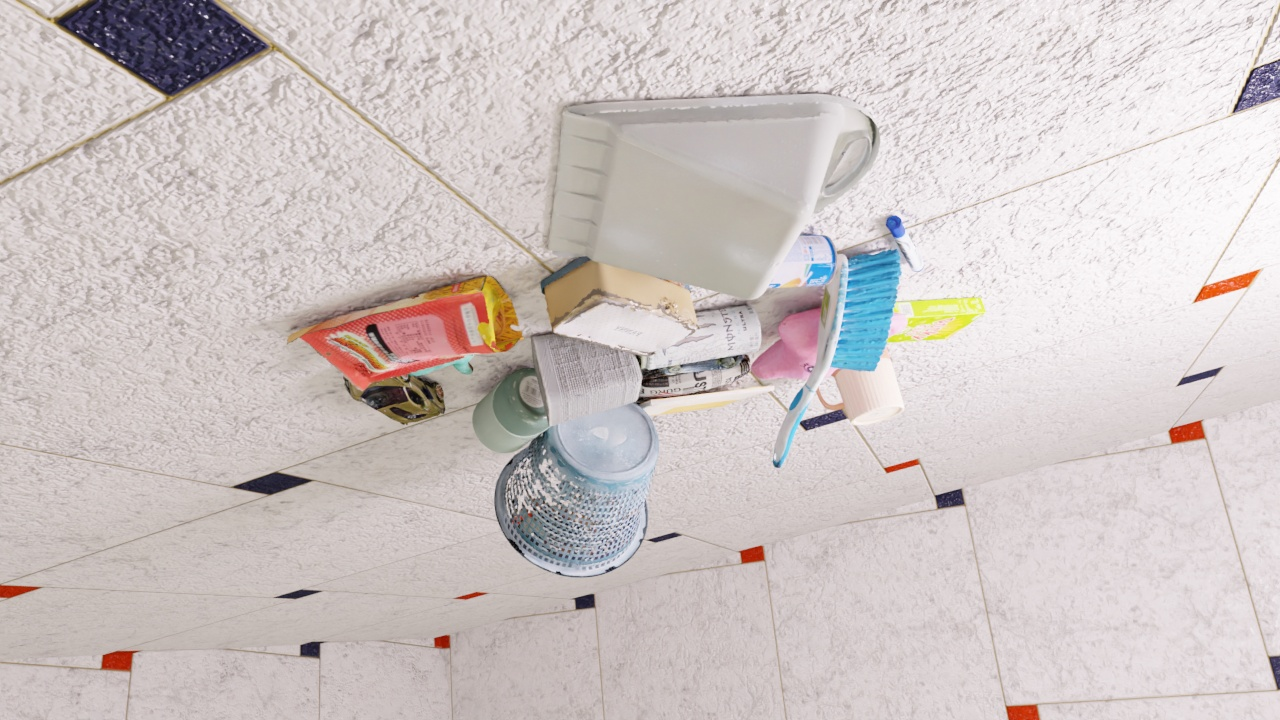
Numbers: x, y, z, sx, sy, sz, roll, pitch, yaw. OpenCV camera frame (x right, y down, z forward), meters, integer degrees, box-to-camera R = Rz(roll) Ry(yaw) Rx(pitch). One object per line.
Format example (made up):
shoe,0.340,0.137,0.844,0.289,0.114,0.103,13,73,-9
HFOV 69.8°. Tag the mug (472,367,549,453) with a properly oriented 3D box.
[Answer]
mug,-0.144,0.056,1.164,0.111,0.082,0.107,-35,178,-42

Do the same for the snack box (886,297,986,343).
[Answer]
snack box,0.379,-0.053,1.243,0.156,0.026,0.086,-4,159,-23

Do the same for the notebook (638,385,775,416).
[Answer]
notebook,0.070,0.062,1.325,0.206,0.010,0.146,-6,170,-30

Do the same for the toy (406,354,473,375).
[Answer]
toy,-0.226,-0.001,1.022,0.092,0.030,0.096,-13,155,7

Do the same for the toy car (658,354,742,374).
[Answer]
toy car,0.068,-0.011,1.133,0.120,0.054,0.037,-5,157,-19

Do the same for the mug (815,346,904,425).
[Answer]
mug,0.310,0.035,1.319,0.114,0.105,0.081,-16,159,8

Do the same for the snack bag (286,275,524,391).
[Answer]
snack bag,-0.231,-0.022,0.926,0.208,0.073,0.128,-13,153,16

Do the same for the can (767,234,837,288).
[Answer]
can,0.130,-0.100,0.936,0.134,0.053,0.053,-4,158,-20

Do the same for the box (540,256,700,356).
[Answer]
box,-0.022,-0.057,0.959,0.090,0.060,0.184,-26,154,31

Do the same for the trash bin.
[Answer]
trash bin,-0.071,0.151,1.251,0.226,0.226,0.196,-3,143,-24

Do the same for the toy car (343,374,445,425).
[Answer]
toy car,-0.289,0.040,1.084,0.070,0.042,0.158,-17,156,12

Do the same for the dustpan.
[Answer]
dustpan,0.069,-0.162,0.803,0.258,0.142,0.223,19,156,-1

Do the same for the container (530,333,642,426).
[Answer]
container,-0.063,0.014,1.078,0.114,0.090,0.090,-13,160,-9

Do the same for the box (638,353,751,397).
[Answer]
box,0.069,0.025,1.233,0.164,0.055,0.070,-14,-178,1

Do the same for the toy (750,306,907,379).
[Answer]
toy,0.221,-0.024,1.156,0.178,0.074,0.195,15,141,-43

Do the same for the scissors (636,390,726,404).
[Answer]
scissors,0.045,0.060,1.364,0.159,0.014,0.178,-18,160,12

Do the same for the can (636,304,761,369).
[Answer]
can,0.066,-0.027,1.083,0.146,0.058,0.058,-9,159,-9

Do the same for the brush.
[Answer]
brush,0.228,0.007,1.093,0.109,0.060,0.315,-2,126,-5

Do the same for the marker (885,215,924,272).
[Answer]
marker,0.295,-0.127,1.016,0.017,0.017,0.145,-21,158,21
